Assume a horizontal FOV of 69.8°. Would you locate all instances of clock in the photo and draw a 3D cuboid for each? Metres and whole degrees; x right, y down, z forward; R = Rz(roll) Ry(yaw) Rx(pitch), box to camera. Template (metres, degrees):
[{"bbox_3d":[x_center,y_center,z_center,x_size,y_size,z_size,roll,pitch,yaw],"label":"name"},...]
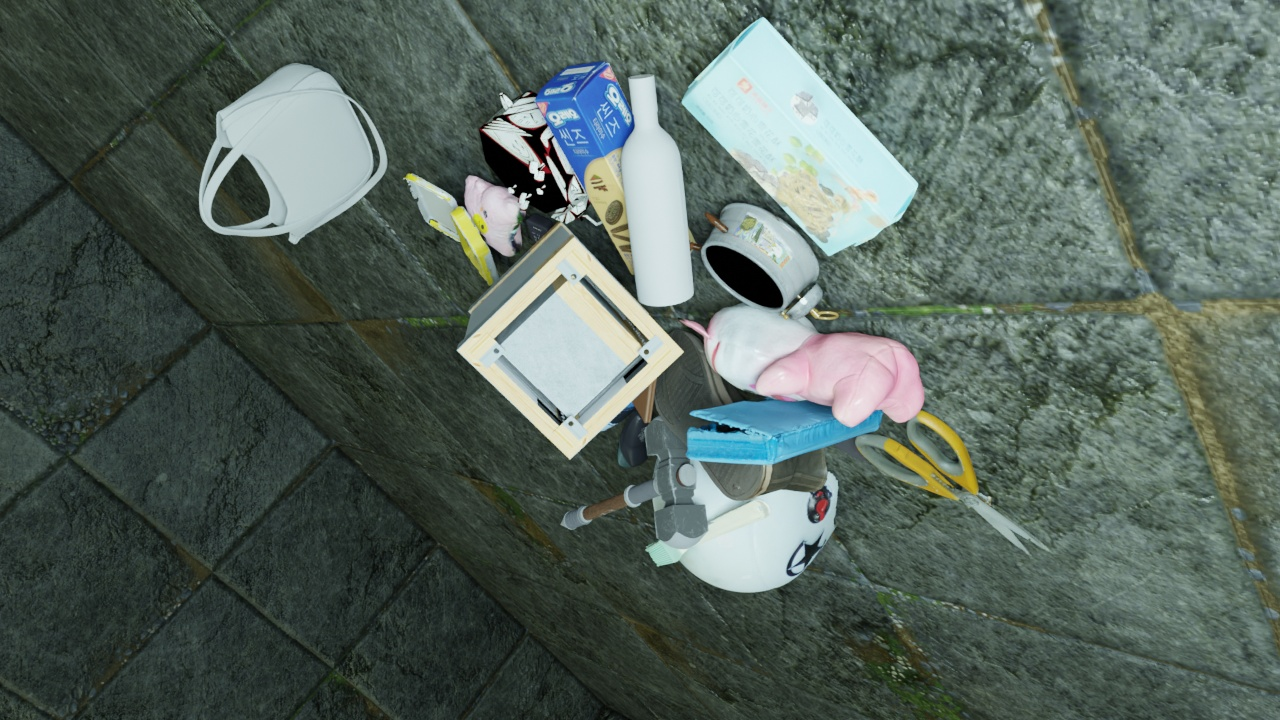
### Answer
[{"bbox_3d":[0.115,-0.082,0.813,0.148,0.056,0.104,39,165,0],"label":"clock"},{"bbox_3d":[-0.092,-0.186,0.907,0.154,0.064,0.115,41,155,-2],"label":"clock"}]

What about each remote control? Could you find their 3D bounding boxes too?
[{"bbox_3d":[-0.106,-0.120,1.092,0.032,0.015,0.136,27,154,24],"label":"remote control"},{"bbox_3d":[0.200,0.073,1.010,0.124,0.009,0.046,30,153,19],"label":"remote control"}]

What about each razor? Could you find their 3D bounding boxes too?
[{"bbox_3d":[-0.006,0.109,1.309,0.052,0.047,0.143,57,158,21],"label":"razor"}]

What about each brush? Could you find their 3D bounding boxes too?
[{"bbox_3d":[0.075,0.196,1.044,0.033,0.012,0.218,53,137,0],"label":"brush"}]

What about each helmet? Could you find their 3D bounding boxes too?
[{"bbox_3d":[0.109,0.184,1.137,0.237,0.163,0.264,20,148,32],"label":"helmet"}]

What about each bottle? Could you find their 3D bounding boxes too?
[{"bbox_3d":[0.012,-0.147,0.800,0.052,0.052,0.195,16,124,40],"label":"bottle"}]

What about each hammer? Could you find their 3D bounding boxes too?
[{"bbox_3d":[-0.028,0.176,1.142,0.043,0.156,0.323,4,160,-31],"label":"hammer"}]

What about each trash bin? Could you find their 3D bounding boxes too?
[{"bbox_3d":[-0.077,-0.034,0.929,0.142,0.142,0.247,46,-177,-14],"label":"trash bin"}]

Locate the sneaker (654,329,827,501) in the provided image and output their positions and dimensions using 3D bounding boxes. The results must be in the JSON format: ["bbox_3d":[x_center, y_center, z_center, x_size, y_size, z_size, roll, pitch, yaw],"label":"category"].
[{"bbox_3d":[0.104,0.057,1.007,0.119,0.095,0.234,8,-150,-41],"label":"sneaker"}]

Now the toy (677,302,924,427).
[{"bbox_3d":[0.147,-0.001,0.850,0.213,0.084,0.141,19,-168,41],"label":"toy"}]

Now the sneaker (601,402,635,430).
[{"bbox_3d":[-0.085,-0.026,1.180,0.098,0.083,0.241,-37,97,29],"label":"sneaker"}]

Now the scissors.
[{"bbox_3d":[0.327,0.125,0.918,0.225,0.016,0.162,32,152,7],"label":"scissors"}]

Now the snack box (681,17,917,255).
[{"bbox_3d":[0.118,-0.163,0.684,0.174,0.053,0.075,43,154,-11],"label":"snack box"}]

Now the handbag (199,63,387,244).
[{"bbox_3d":[-0.427,-0.224,1.107,0.096,0.222,0.216,25,151,29],"label":"handbag"}]

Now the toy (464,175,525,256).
[{"bbox_3d":[-0.168,-0.172,1.049,0.093,0.050,0.103,42,152,7],"label":"toy"}]

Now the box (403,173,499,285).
[{"bbox_3d":[-0.221,-0.155,1.105,0.129,0.038,0.210,43,173,0],"label":"box"}]

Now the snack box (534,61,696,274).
[{"bbox_3d":[-0.019,-0.169,0.847,0.056,0.057,0.207,12,144,43],"label":"snack box"}]

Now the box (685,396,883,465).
[{"bbox_3d":[0.140,0.056,0.856,0.093,0.231,0.048,-2,93,38],"label":"box"}]

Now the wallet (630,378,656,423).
[{"bbox_3d":[-0.006,0.006,1.069,0.121,0.013,0.087,-125,37,-54],"label":"wallet"}]
